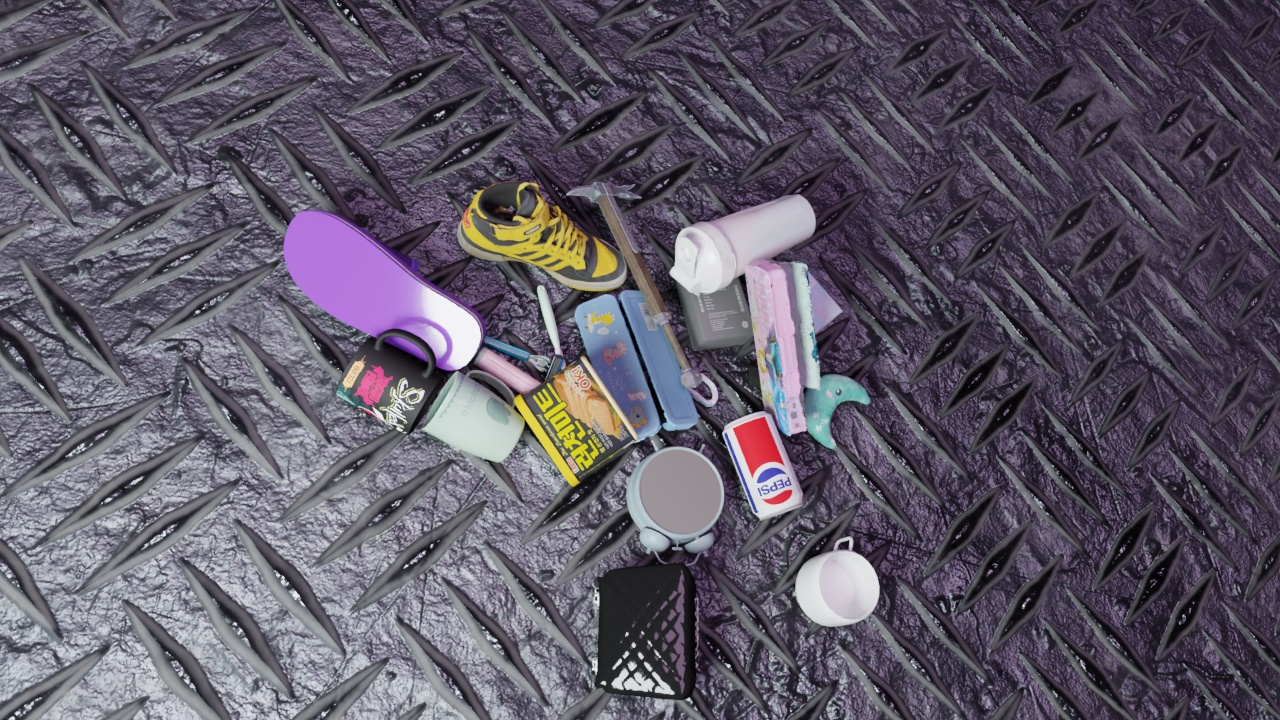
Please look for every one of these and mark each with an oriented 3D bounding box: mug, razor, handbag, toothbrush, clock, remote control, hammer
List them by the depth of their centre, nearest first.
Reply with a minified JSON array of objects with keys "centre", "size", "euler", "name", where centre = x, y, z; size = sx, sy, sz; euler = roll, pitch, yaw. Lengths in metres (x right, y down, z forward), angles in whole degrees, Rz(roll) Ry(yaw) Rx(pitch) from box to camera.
[{"centre":[-0.291,0.017,1.095],"size":[0.098,0.118,0.081],"euler":[31,26,-5],"name":"mug"},{"centre":[0.006,0.326,1.104],"size":[0.125,0.115,0.153],"euler":[-2,72,6],"name":"handbag"},{"centre":[-0.197,0.063,1.130],"size":[0.104,0.084,0.111],"euler":[31,43,-16],"name":"mug"},{"centre":[0.046,0.184,1.178],"size":[0.122,0.045,0.159],"euler":[6,67,-15],"name":"clock"},{"centre":[-0.116,0.053,1.185],"size":[0.222,0.027,0.027],"euler":[33,43,-4],"name":"toothbrush"},{"centre":[0.257,0.286,1.194],"size":[0.094,0.068,0.115],"euler":[20,65,-10],"name":"mug"},{"centre":[-0.172,-0.014,1.198],"size":[0.144,0.022,0.042],"euler":[22,101,-4],"name":"razor"},{"centre":[-0.115,-0.031,1.224],"size":[0.022,0.015,0.154],"euler":[-10,73,-22],"name":"toothbrush"},{"centre":[0.004,-0.104,1.243],"size":[0.146,0.028,0.316],"euler":[-9,69,-52],"name":"hammer"},{"centre":[0.220,0.026,1.309],"size":[0.146,0.015,0.033],"euler":[6,68,-16],"name":"remote control"}]

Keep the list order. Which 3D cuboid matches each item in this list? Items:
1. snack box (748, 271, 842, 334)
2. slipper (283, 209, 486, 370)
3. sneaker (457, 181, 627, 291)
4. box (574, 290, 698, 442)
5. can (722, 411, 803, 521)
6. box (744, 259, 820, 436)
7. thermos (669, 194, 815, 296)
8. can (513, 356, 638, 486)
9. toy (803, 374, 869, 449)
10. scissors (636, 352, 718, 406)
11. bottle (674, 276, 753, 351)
[{"centre":[0.211,-0.067,1.298],"size":[0.079,0.095,0.093],"euler":[-38,85,-26],"name":"snack box"},{"centre":[-0.310,-0.088,1.144],"size":[0.266,0.084,0.107],"euler":[32,105,-3],"name":"slipper"},{"centre":[-0.118,-0.167,1.215],"size":[0.238,0.122,0.086],"euler":[13,68,-12],"name":"sneaker"},{"centre":[-0.005,0.003,1.219],"size":[0.124,0.043,0.209],"euler":[-12,69,-22],"name":"box"},{"centre":[0.163,0.140,1.218],"size":[0.070,0.070,0.132],"euler":[-15,75,-22],"name":"can"},{"centre":[0.195,-0.022,1.221],"size":[0.071,0.084,0.230],"euler":[-15,110,-11],"name":"box"},{"centre":[0.141,-0.161,1.261],"size":[0.219,0.100,0.099],"euler":[-25,79,-30],"name":"thermos"},{"centre":[-0.078,0.072,1.138],"size":[0.101,0.072,0.131],"euler":[-34,93,-2],"name":"can"},{"centre":[0.271,0.063,1.295],"size":[0.085,0.033,0.105],"euler":[44,78,-8],"name":"toy"},{"centre":[0.026,0.028,1.250],"size":[0.177,0.013,0.170],"euler":[23,62,-6],"name":"scissors"},{"centre":[0.097,-0.105,1.302],"size":[0.083,0.046,0.173],"euler":[-9,73,-21],"name":"bottle"}]
